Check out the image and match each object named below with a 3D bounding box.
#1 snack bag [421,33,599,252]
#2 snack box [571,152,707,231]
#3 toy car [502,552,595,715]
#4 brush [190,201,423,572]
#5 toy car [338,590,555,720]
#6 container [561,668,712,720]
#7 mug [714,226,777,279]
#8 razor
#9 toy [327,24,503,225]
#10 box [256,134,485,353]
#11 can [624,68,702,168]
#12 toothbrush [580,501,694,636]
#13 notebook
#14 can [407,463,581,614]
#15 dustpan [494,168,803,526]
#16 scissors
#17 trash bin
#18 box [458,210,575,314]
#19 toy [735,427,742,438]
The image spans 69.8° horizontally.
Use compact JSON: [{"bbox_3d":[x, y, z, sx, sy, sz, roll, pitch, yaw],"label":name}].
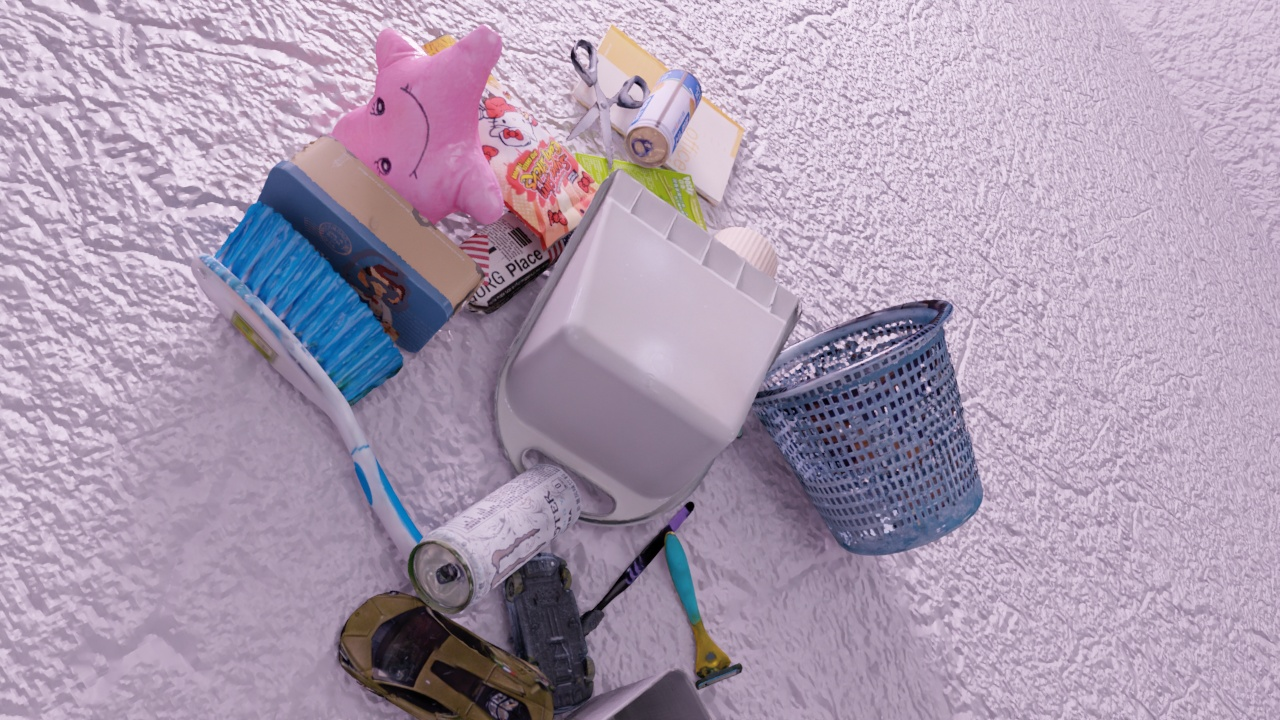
[{"bbox_3d":[-0.127,-0.197,0.837,0.208,0.073,0.128,43,37,-3],"label":"snack bag"},{"bbox_3d":[-0.003,-0.165,0.958,0.156,0.026,0.085,1,66,-36],"label":"snack box"},{"bbox_3d":[-0.072,0.207,0.700,0.054,0.037,0.120,1,62,-33],"label":"toy car"},{"bbox_3d":[-0.213,0.032,0.681,0.314,0.061,0.109,49,53,-9],"label":"brush"},{"bbox_3d":[-0.132,0.216,0.627,0.158,0.042,0.070,29,61,1],"label":"toy car"},{"bbox_3d":[-0.012,0.284,0.650,0.090,0.115,0.090,-22,81,-42],"label":"container"},{"bbox_3d":[0.075,-0.083,0.946,0.114,0.082,0.105,22,47,11],"label":"mug"},{"bbox_3d":[0.045,0.212,0.791,0.043,0.028,0.132,-18,79,-10],"label":"razor"},{"bbox_3d":[-0.187,-0.176,0.755,0.074,0.179,0.194,-13,106,-62],"label":"toy"},{"bbox_3d":[-0.216,-0.093,0.718,0.184,0.090,0.060,39,50,-11],"label":"box"},{"bbox_3d":[0.025,-0.262,0.989,0.053,0.053,0.134,38,43,-14],"label":"can"},{"bbox_3d":[0.000,0.175,0.786,0.014,0.017,0.188,51,46,-2],"label":"toothbrush"},{"bbox_3d":[0.027,-0.283,1.055,0.206,0.010,0.145,34,50,-17],"label":"notebook"},{"bbox_3d":[-0.103,0.128,0.679,0.058,0.058,0.146,57,31,2],"label":"can"},{"bbox_3d":[-0.005,0.005,0.803,0.222,0.143,0.257,34,44,-12],"label":"dustpan"},{"bbox_3d":[-0.040,-0.276,0.976,0.177,0.014,0.159,-24,79,-47],"label":"scissors"},{"bbox_3d":[0.227,0.073,0.898,0.225,0.227,0.195,-30,99,-43],"label":"trash bin"},{"bbox_3d":[-0.117,-0.095,0.830,0.163,0.056,0.070,-43,107,-43],"label":"box"},{"bbox_3d":[0.061,0.046,0.892,0.096,0.030,0.092,-35,88,-39],"label":"toy"}]
